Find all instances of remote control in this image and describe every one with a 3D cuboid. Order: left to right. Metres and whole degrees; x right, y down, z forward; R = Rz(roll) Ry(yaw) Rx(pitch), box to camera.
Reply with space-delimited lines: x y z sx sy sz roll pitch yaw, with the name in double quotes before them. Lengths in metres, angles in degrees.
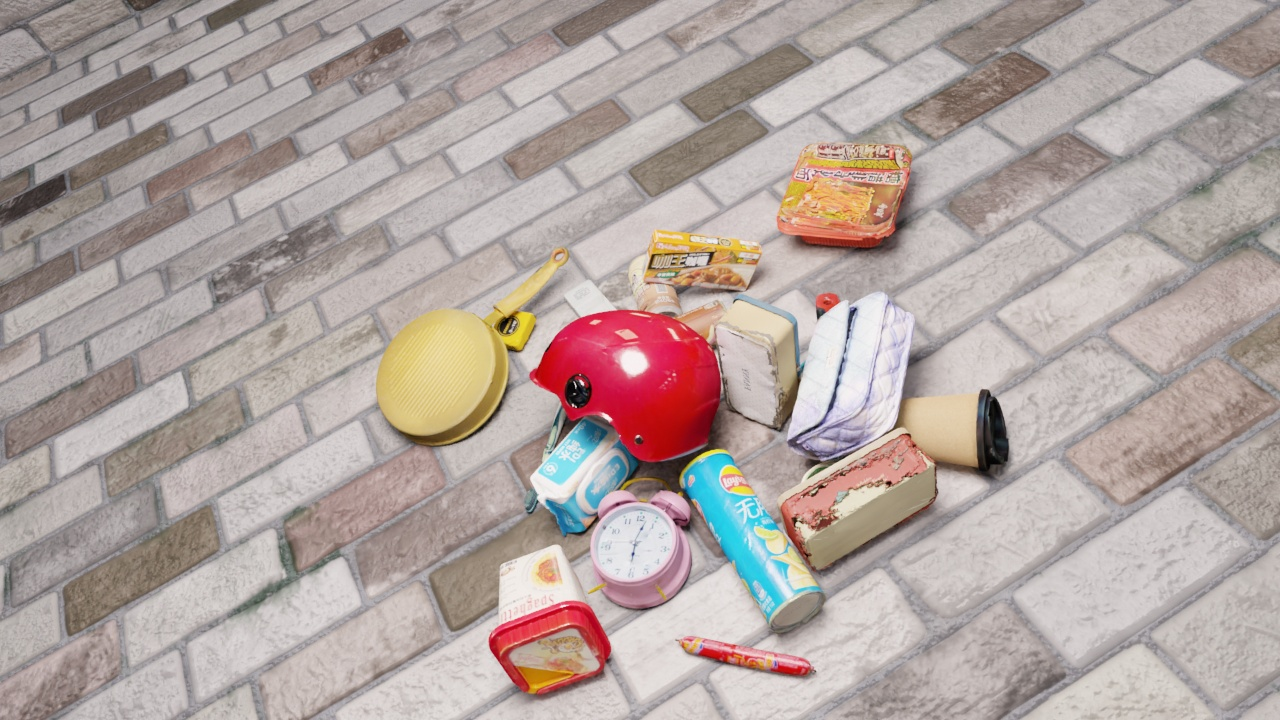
"remote control" -0.063 -0.069 1.331 0.049 0.024 0.125 -33 50 -10

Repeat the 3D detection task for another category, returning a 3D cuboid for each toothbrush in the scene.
"toothbrush" -0.121 0.114 1.210 0.016 0.018 0.191 3 54 20

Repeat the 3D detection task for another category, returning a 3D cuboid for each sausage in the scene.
"sausage" 0.110 0.315 0.979 0.156 0.020 0.020 5 55 21

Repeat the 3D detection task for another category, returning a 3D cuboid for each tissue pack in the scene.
"tissue pack" -0.066 0.140 1.125 0.063 0.090 0.139 25 64 37

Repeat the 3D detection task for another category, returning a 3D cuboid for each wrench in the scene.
"wrench" 0.247 0.012 1.167 0.056 0.016 0.272 -3 49 12

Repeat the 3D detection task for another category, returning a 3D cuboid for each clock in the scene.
"clock" 0.000 0.206 1.072 0.117 0.060 0.158 -1 51 16

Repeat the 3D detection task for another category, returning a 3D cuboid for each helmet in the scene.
"helmet" -0.007 0.006 1.106 0.240 0.206 0.144 29 106 20

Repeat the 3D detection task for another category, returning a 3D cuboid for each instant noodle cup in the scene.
"instant noodle cup" -0.104 0.283 1.020 0.116 0.117 0.124 -20 37 1
"instant noodle cup" 0.293 -0.227 1.306 0.165 0.079 0.188 9 55 24

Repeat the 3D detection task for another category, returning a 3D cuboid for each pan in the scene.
"pan" -0.227 -0.036 1.312 0.198 0.078 0.357 34 83 29

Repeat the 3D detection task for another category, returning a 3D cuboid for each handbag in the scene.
"handbag" 0.244 0.014 1.079 0.135 0.075 0.193 -36 25 49

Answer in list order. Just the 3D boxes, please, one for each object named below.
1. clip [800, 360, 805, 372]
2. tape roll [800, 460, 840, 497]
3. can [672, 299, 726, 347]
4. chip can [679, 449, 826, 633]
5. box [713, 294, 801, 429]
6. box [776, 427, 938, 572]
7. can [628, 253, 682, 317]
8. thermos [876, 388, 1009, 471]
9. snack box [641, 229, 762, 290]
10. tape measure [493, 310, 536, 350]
"clip" 0.193 0.017 1.190 0.033 0.013 0.053 16 60 29
"tape roll" 0.228 0.155 1.069 0.086 0.014 0.085 -9 51 11
"can" 0.051 -0.030 1.241 0.147 0.058 0.058 -23 50 -1
"chip can" 0.122 0.198 1.032 0.071 0.071 0.210 -28 50 -6
"box" 0.143 0.001 1.107 0.090 0.184 0.059 26 58 28
"box" 0.241 0.156 0.994 0.168 0.091 0.076 -29 47 -6
"can" 0.020 -0.094 1.301 0.058 0.058 0.116 -19 50 3
"thermos" 0.342 0.079 1.051 0.143 0.093 0.092 -1 52 28
"snack box" 0.083 -0.137 1.265 0.153 0.075 0.026 4 47 -14
"tape measure" -0.186 -0.044 1.346 0.057 0.029 0.059 12 66 25
